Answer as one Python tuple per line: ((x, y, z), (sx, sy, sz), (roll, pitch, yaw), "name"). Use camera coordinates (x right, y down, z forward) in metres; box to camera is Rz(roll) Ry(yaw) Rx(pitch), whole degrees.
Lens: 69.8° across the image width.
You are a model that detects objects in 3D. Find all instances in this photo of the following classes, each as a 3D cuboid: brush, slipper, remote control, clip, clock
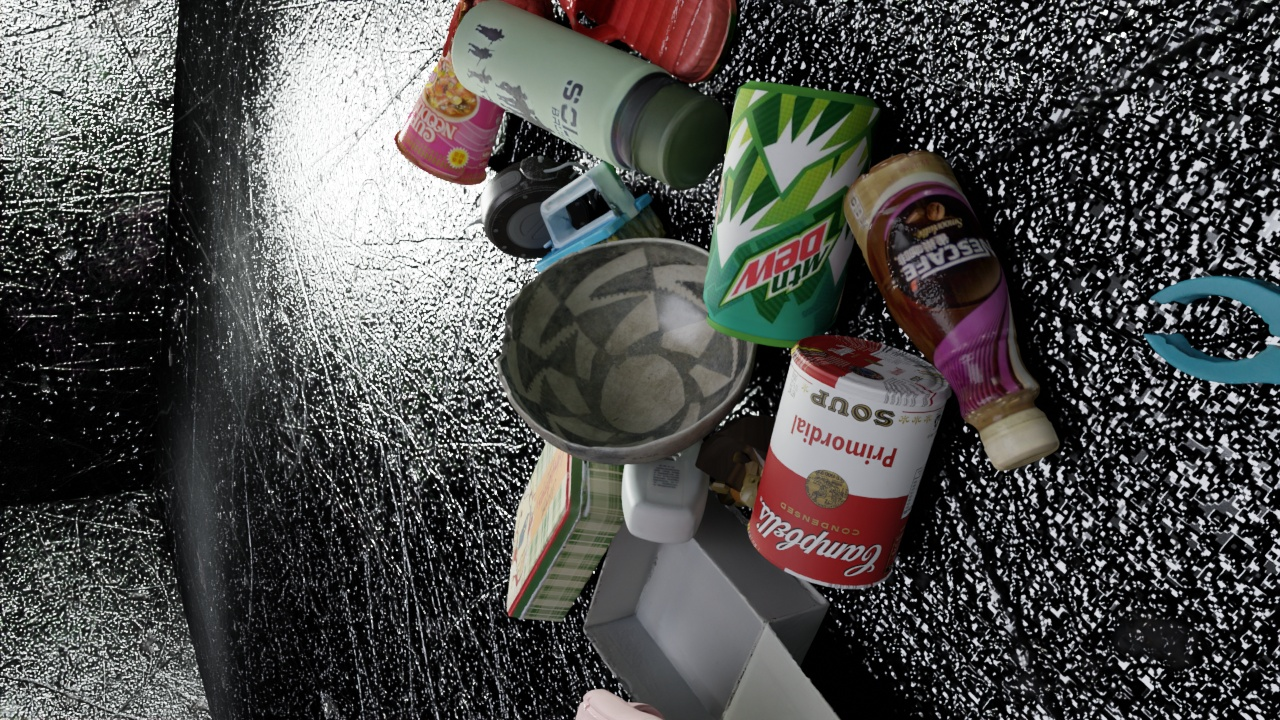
((-0.048, -0.101, 0.733), (0.075, 0.055, 0.136), (54, 145, -12), "brush")
((-0.021, -0.291, 0.694), (0.248, 0.059, 0.104), (54, 133, 35), "slipper")
((-0.005, 0.257, 0.563), (0.222, 0.055, 0.106), (128, 142, -65), "slipper")
((0.018, 0.084, 0.632), (0.114, 0.060, 0.028), (-84, 2, -64), "remote control")
((0.264, -0.016, 0.358), (0.119, 0.027, 0.102), (18, 105, 52), "clip")
((-0.086, -0.133, 0.773), (0.123, 0.091, 0.043), (-39, 52, 30), "clock")

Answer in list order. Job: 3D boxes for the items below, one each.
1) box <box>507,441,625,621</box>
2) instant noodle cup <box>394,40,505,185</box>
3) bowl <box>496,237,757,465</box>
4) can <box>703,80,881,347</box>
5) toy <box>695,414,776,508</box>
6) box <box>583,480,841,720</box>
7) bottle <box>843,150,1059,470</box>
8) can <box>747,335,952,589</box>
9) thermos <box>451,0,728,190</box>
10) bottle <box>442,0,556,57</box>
((-0.063, 0.123, 0.749), (0.206, 0.051, 0.117), (119, 154, -48), "box")
((-0.174, -0.242, 0.887), (0.109, 0.097, 0.097), (-58, 49, 30), "instant noodle cup")
((-0.004, 0.004, 0.641), (0.178, 0.178, 0.081), (56, 171, 35), "bowl")
((0.087, -0.086, 0.544), (0.083, 0.083, 0.144), (29, 116, 49), "can")
((0.073, 0.075, 0.603), (0.100, 0.076, 0.062), (97, 178, -54), "toy")
((0.072, 0.238, 0.584), (0.368, 0.098, 0.166), (49, 131, 48), "box")
((0.160, -0.025, 0.468), (0.060, 0.059, 0.166), (-42, 60, 47), "bottle")
((0.115, 0.055, 0.516), (0.087, 0.086, 0.116), (35, 121, 47), "can")
((-0.038, -0.197, 0.681), (0.231, 0.082, 0.082), (33, 120, 31), "thermos")
((-0.123, -0.291, 0.804), (0.099, 0.098, 0.111), (11, 97, 53), "bottle")
